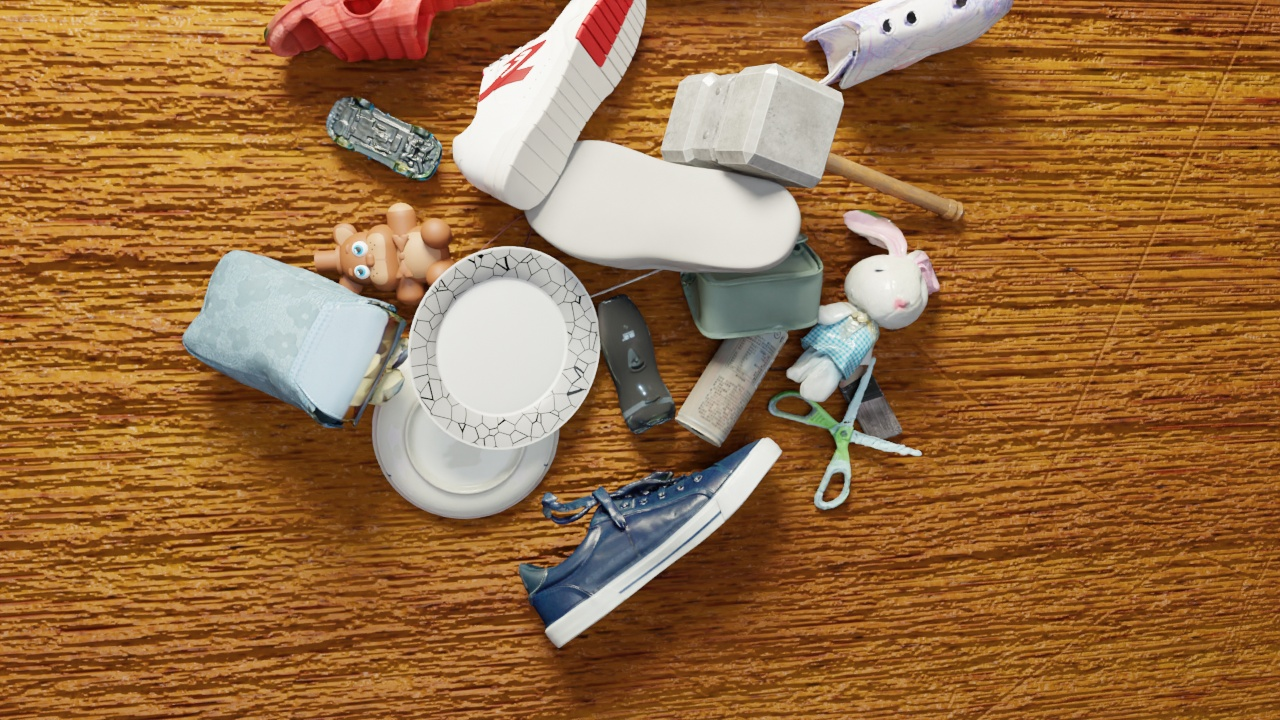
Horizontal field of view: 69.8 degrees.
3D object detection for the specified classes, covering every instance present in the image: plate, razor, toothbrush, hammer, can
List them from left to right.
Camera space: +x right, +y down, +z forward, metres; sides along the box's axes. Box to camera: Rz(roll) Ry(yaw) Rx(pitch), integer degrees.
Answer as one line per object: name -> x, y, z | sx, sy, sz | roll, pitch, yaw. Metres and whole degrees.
plate -> -0.169, 0.070, 0.893 | 0.182, 0.034, 0.182 | -1, 99, -9
plate -> -0.125, -0.011, 0.853 | 0.188, 0.016, 0.189 | -6, 102, -30
toothbrush -> -0.012, -0.079, 0.872 | 0.182, 0.010, 0.010 | -20, 102, 19
razor -> -0.005, 0.005, 0.891 | 0.053, 0.064, 0.140 | -23, 113, -13
can -> 0.091, 0.015, 0.909 | 0.054, 0.054, 0.135 | 34, 84, -12
hammer -> 0.196, -0.183, 0.877 | 0.317, 0.163, 0.083 | 13, 96, -28

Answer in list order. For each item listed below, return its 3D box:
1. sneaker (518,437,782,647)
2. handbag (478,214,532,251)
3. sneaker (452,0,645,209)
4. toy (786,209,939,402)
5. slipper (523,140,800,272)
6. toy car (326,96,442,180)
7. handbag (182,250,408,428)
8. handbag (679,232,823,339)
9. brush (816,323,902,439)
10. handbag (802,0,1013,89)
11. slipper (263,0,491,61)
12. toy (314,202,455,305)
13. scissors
sneaker -> 0.001, 0.148, 0.910 | 0.294, 0.121, 0.127 | -36, 80, 0
handbag -> -0.139, -0.092, 0.881 | 0.055, 0.029, 0.119 | 36, 86, -14
sneaker -> -0.093, -0.259, 0.833 | 0.104, 0.090, 0.236 | 29, 89, 24
toy -> 0.216, -0.049, 0.895 | 0.131, 0.106, 0.205 | 40, 83, -9
slipper -> 0.021, -0.129, 0.846 | 0.266, 0.080, 0.113 | 11, 83, 22
toy car -> -0.234, -0.203, 0.843 | 0.105, 0.032, 0.048 | 24, 94, -6
handbag -> -0.298, -0.014, 0.818 | 0.192, 0.118, 0.121 | 18, 81, 19
handbag -> 0.105, -0.080, 0.881 | 0.121, 0.106, 0.067 | -7, 127, -8
brush -> 0.225, 0.021, 0.961 | 0.039, 0.012, 0.151 | -31, 101, -3
handbag -> 0.247, -0.310, 0.858 | 0.158, 0.126, 0.069 | -22, 103, -7
slipper -> -0.201, -0.297, 0.799 | 0.248, 0.103, 0.059 | -17, 97, -3
toy -> -0.235, -0.096, 0.844 | 0.127, 0.065, 0.095 | -4, 101, -3
scissors -> 0.212, 0.076, 0.960 | 0.171, 0.021, 0.172 | 19, 98, -1
